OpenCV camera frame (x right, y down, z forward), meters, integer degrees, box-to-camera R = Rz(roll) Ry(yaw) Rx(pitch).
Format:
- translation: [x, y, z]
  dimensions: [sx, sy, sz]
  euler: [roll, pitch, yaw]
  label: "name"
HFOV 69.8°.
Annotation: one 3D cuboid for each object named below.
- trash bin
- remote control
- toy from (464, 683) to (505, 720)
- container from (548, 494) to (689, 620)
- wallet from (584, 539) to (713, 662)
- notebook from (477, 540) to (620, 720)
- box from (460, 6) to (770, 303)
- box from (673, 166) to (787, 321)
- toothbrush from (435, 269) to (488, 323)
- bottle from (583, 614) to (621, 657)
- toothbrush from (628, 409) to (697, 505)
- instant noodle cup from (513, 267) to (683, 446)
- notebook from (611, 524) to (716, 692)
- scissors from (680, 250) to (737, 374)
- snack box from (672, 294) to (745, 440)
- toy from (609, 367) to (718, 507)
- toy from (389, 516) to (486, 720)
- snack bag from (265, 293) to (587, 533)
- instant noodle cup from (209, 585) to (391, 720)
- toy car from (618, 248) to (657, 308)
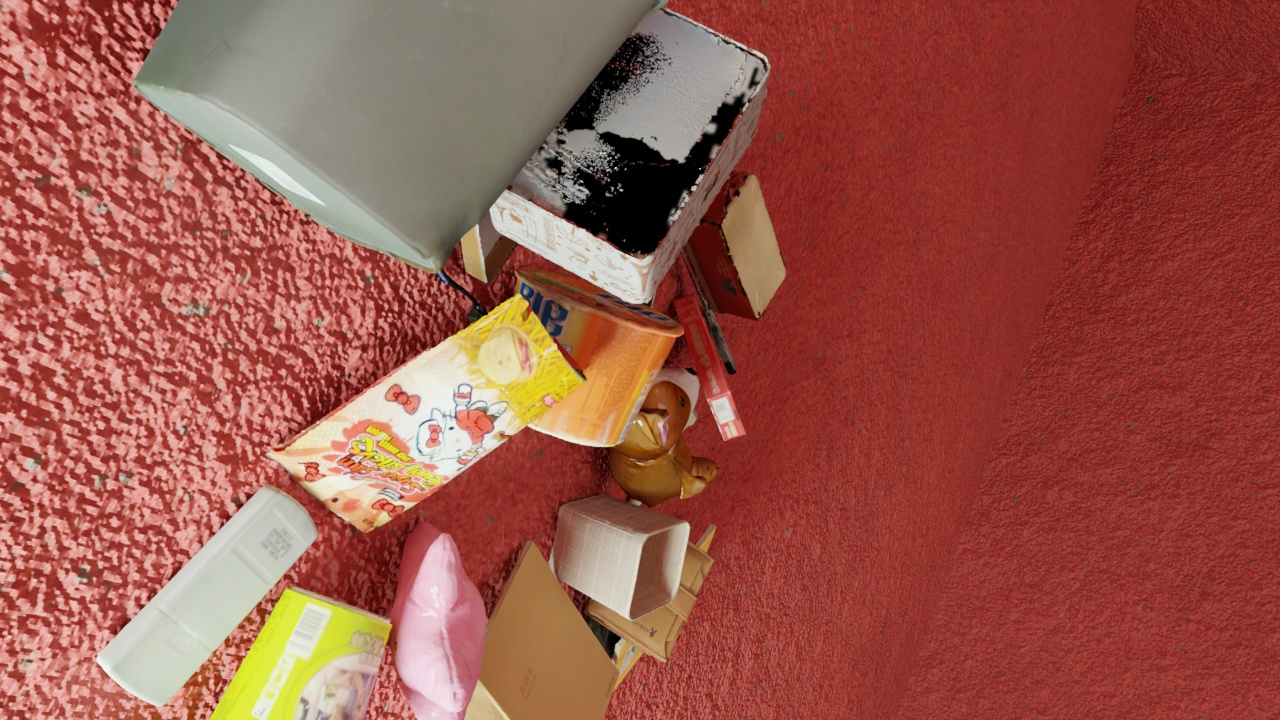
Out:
- translation: [-0.137, -0.188, 0.515]
  dimensions: [0.199, 0.199, 0.219]
  euler: [40, 78, -47]
  label: "trash bin"
- translation: [-0.281, 0.152, 0.606]
  dimensions: [0.149, 0.021, 0.058]
  euler: [-52, 142, -29]
  label: "remote control"
- translation: [-0.145, 0.348, 0.857]
  dimensions: [0.143, 0.083, 0.226]
  euler: [-61, 146, -45]
  label: "toy"
- translation: [-0.025, 0.191, 0.927]
  dimensions: [0.090, 0.111, 0.090]
  euler: [-5, 108, -56]
  label: "container"
- translation: [0.012, 0.245, 1.001]
  dimensions: [0.108, 0.031, 0.131]
  euler: [38, 62, -11]
  label: "wallet"
- translation: [-0.087, 0.301, 0.886]
  dimensions: [0.211, 0.012, 0.149]
  euler: [63, 30, -29]
  label: "notebook"
- translation: [-0.021, -0.131, 0.666]
  dimensions: [0.180, 0.158, 0.206]
  euler: [-59, 176, -20]
  label: "box"
- translation: [0.110, -0.126, 1.010]
  dimensions: [0.091, 0.077, 0.168]
  euler: [-57, 142, -23]
  label: "box"
- translation: [-0.159, -0.073, 0.694]
  dimensions: [0.016, 0.014, 0.189]
  euler: [-50, 142, -12]
  label: "toothbrush"
- translation: [-0.041, 0.299, 1.018]
  dimensions: [0.194, 0.044, 0.080]
  euler: [-50, 148, -29]
  label: "bottle"
- translation: [0.011, 0.131, 1.041]
  dimensions: [0.029, 0.020, 0.189]
  euler: [42, 67, -22]
  label: "toothbrush"
- translation: [-0.052, -0.001, 0.775]
  dimensions: [0.151, 0.151, 0.111]
  euler: [4, 109, -57]
  label: "instant noodle cup"
- translation: [0.022, 0.302, 1.095]
  dimensions: [0.205, 0.010, 0.146]
  euler: [-44, 157, -40]
  label: "notebook"
- translation: [0.073, -0.056, 1.009]
  dimensions: [0.163, 0.014, 0.165]
  euler: [40, 29, -80]
  label: "scissors"
- translation: [0.072, 0.006, 0.975]
  dimensions: [0.025, 0.152, 0.075]
  euler: [-20, 137, 4]
  label: "snack box"
- translation: [0.013, 0.064, 0.910]
  dimensions: [0.130, 0.140, 0.200]
  euler: [-44, 145, -9]
  label: "toy"
- translation: [-0.162, 0.210, 0.726]
  dimensions: [0.074, 0.178, 0.195]
  euler: [-3, 147, -18]
  label: "toy"
- translation: [-0.146, 0.041, 0.664]
  dimensions: [0.208, 0.073, 0.128]
  euler: [-35, 141, -1]
  label: "snack bag"
- translation: [-0.234, 0.228, 0.643]
  dimensions: [0.111, 0.112, 0.123]
  euler: [48, 57, -54]
  label: "instant noodle cup"
- translation: [-0.003, -0.078, 0.907]
  dimensions: [0.042, 0.035, 0.090]
  euler: [2, 100, -58]
  label: "toy car"
